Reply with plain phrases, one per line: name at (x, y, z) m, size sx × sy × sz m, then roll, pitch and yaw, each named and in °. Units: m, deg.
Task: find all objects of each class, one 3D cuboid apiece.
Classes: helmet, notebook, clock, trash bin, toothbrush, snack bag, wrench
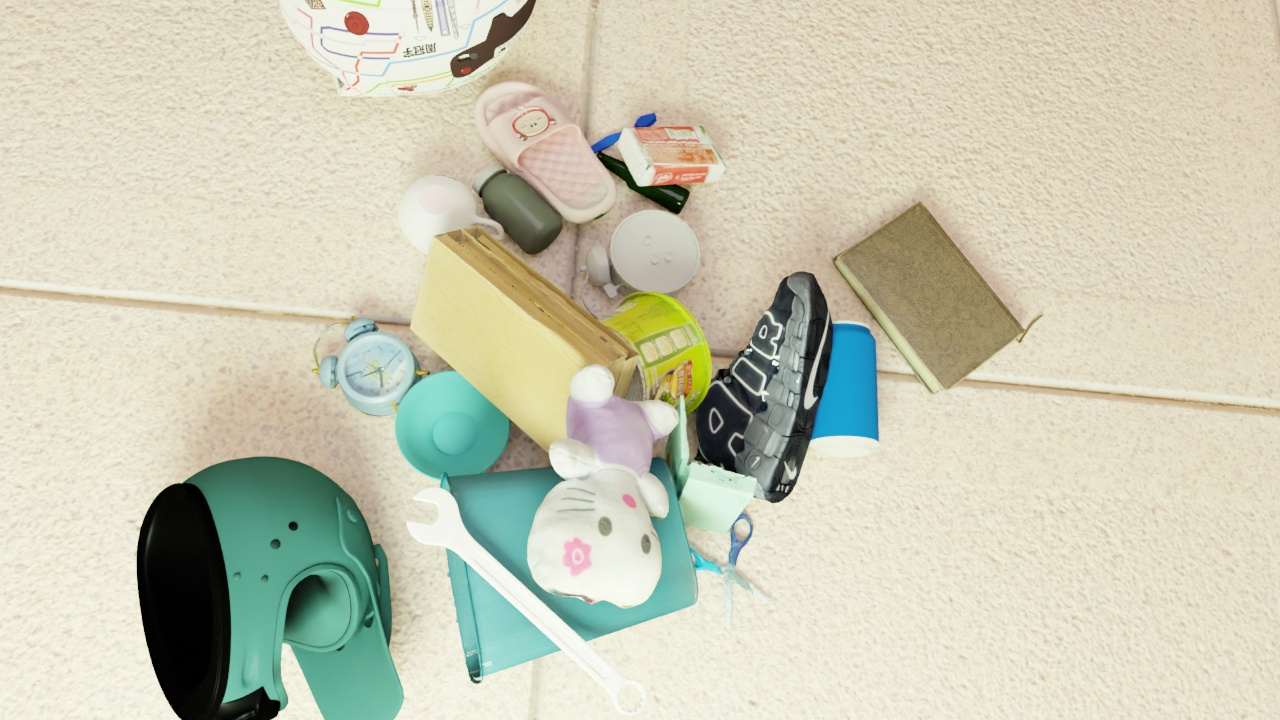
helmet at (-0.245, -0.426, 1.044) m, size 0.314 × 0.236 × 0.231 m, roll -20°, pitch 73°, yaw -5°
notebook at (0.372, -0.087, 1.135) m, size 0.190 × 0.034 × 0.215 m, roll -32°, pitch 80°, yaw -16°
clock at (0.000, -0.106, 1.076) m, size 0.120 × 0.061 × 0.159 m, roll 45°, pitch 72°, yaw 6°
trash bin at (-0.077, 0.197, 0.918) m, size 0.218 × 0.200 × 0.196 m, roll -9°, pitch 75°, yaw -17°
toothbrush at (-0.058, -0.263, 1.140) m, size 0.186 × 0.011 × 0.016 m, roll -31°, pitch 80°, yaw -15°
snack bag at (0.037, -0.249, 1.114) m, size 0.115 × 0.036 × 0.077 m, roll -9°, pitch 58°, yaw -27°
wrench at (-0.098, 0.212, 0.799) m, size 0.273 × 0.009 × 0.047 m, roll 44°, pitch 63°, yaw -3°
clock at (-0.299, 0.006, 1.008) m, size 0.124 × 0.052 × 0.088 m, roll 32°, pitch 74°, yaw 2°
helmet at (-0.335, 0.222, 0.865) m, size 0.177 × 0.200 × 0.274 m, roll -39°, pitch 62°, yaw 27°

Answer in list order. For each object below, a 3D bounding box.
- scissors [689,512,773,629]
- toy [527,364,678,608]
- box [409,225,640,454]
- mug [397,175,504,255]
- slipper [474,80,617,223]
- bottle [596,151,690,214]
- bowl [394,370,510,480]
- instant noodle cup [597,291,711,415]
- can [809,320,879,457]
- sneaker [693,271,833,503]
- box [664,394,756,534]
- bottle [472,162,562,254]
scissors at (0.100, 0.225, 1.017) m, size 0.127 × 0.014 × 0.127 m, roll 36°, pitch 71°, yaw 5°
toy at (-0.037, 0.114, 0.812) m, size 0.137 × 0.086 × 0.208 m, roll 32°, pitch 52°, yaw -34°
box at (-0.123, -0.023, 0.960) m, size 0.249 × 0.128 × 0.091 m, roll 37°, pitch 31°, yaw 23°
mug at (-0.217, -0.163, 1.055) m, size 0.124 × 0.076 × 0.090 m, roll 14°, pitch 72°, yaw -3°
slipper at (-0.111, -0.256, 1.103) m, size 0.106 × 0.056 × 0.221 m, roll -36°, pitch 76°, yaw -15°
bottle at (0.000, -0.222, 1.125) m, size 0.123 × 0.033 × 0.033 m, roll 29°, pitch 72°, yaw 2°
bowl at (-0.204, 0.076, 1.003) m, size 0.121 × 0.046 × 0.121 m, roll 2°, pitch 74°, yaw -7°
instant noodle cup at (-0.006, 0.006, 0.987) m, size 0.097 × 0.147 × 0.146 m, roll -24°, pitch 77°, yaw -43°
can at (0.232, 0.034, 1.057) m, size 0.079 × 0.079 × 0.146 m, roll 5°, pitch 73°, yaw -7°
sneaker at (0.120, 0.020, 1.022) m, size 0.151 × 0.097 × 0.252 m, roll 12°, pitch 89°, yaw 30°
box at (0.066, 0.114, 0.949) m, size 0.078 × 0.188 × 0.112 m, roll -6°, pitch 66°, yaw -6°
bottle at (-0.146, -0.179, 1.079) m, size 0.060 × 0.060 × 0.108 m, roll -42°, pitch 83°, yaw -17°
